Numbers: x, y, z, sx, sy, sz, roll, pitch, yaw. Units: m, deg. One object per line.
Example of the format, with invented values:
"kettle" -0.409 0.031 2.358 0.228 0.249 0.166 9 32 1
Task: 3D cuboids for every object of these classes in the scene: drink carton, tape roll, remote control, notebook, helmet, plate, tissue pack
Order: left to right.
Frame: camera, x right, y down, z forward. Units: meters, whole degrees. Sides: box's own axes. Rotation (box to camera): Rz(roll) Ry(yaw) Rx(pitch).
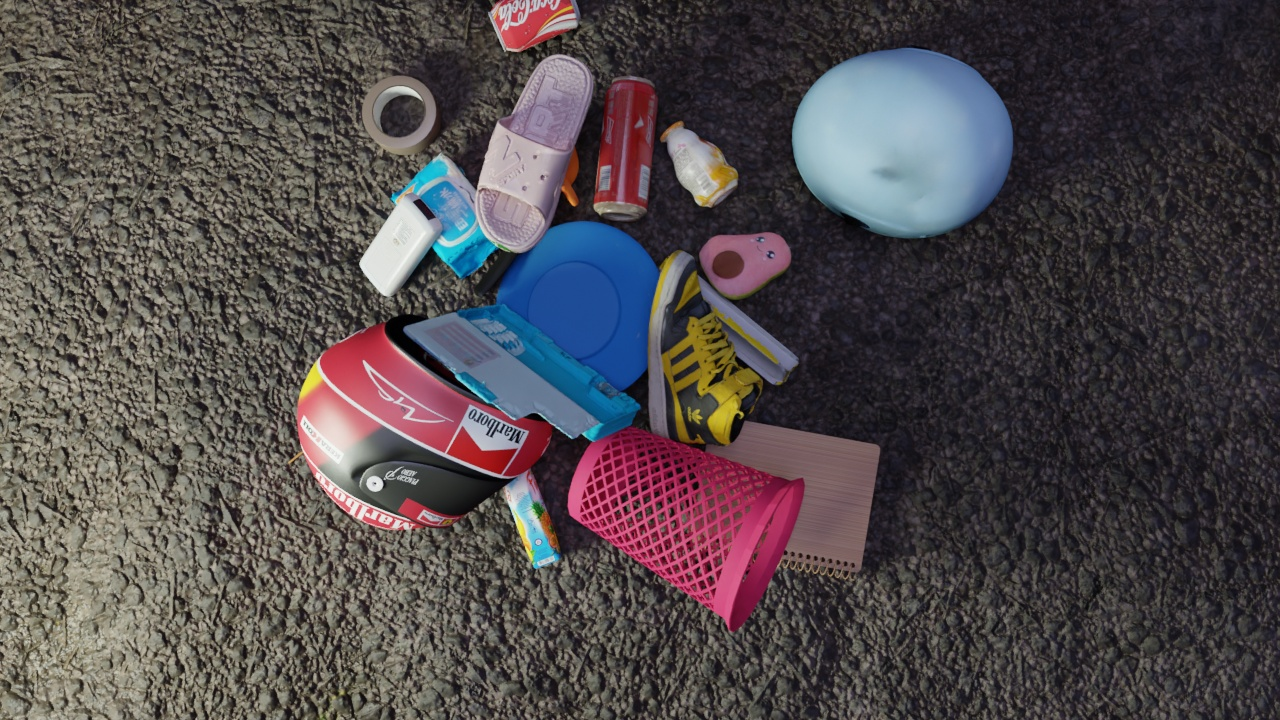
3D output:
"remote control" -0.295 -0.140 1.124 0.060 0.025 0.139 49 124 6
"tape roll" -0.303 -0.311 1.165 0.094 0.030 0.093 0 86 1
"helmet" -0.258 0.086 1.054 0.271 0.197 0.225 31 103 -7
"tissue pack" -0.233 -0.182 1.140 0.093 0.061 0.144 -41 86 0
"remote control" -0.160 -0.143 1.146 0.020 0.041 0.152 36 87 -22
"drink carton" -0.135 0.188 1.126 0.038 0.044 0.129 -21 88 -1
"plate" -0.079 -0.060 1.119 0.225 0.024 0.224 -1 88 17
"notebook" 0.177 0.169 1.132 0.210 0.022 0.169 10 86 2
"helmet" 0.310 -0.266 1.089 0.266 0.166 0.225 20 96 11

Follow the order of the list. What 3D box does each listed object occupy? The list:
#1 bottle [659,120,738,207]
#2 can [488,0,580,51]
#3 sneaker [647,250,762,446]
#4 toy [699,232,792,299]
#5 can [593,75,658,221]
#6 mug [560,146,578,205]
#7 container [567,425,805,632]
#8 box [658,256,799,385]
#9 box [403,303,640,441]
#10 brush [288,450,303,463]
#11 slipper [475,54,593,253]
"bottle" 0.071 -0.245 1.139 0.063 0.063 0.109 -38 87 -2
"can" -0.133 -0.433 1.153 0.105 0.064 0.064 -23 86 -1
"sneaker" 0.079 -0.005 1.066 0.122 0.085 0.239 11 117 19
"toy" 0.132 -0.123 1.134 0.110 0.051 0.090 -21 62 -12
"can" -0.017 -0.261 1.139 0.067 0.067 0.170 6 87 1
"mug" -0.108 -0.238 1.125 0.077 0.096 0.112 -34 87 -1
"container" 0.045 0.172 1.049 0.226 0.183 0.183 24 87 21
"box" 0.102 -0.049 1.127 0.210 0.065 0.045 39 106 3
"box" -0.131 0.015 1.024 0.227 0.181 0.039 36 115 19
"brush" -0.389 0.086 1.149 0.126 0.017 0.048 -38 87 -1
"slipper" -0.123 -0.243 1.044 0.094 0.064 0.239 21 86 2
